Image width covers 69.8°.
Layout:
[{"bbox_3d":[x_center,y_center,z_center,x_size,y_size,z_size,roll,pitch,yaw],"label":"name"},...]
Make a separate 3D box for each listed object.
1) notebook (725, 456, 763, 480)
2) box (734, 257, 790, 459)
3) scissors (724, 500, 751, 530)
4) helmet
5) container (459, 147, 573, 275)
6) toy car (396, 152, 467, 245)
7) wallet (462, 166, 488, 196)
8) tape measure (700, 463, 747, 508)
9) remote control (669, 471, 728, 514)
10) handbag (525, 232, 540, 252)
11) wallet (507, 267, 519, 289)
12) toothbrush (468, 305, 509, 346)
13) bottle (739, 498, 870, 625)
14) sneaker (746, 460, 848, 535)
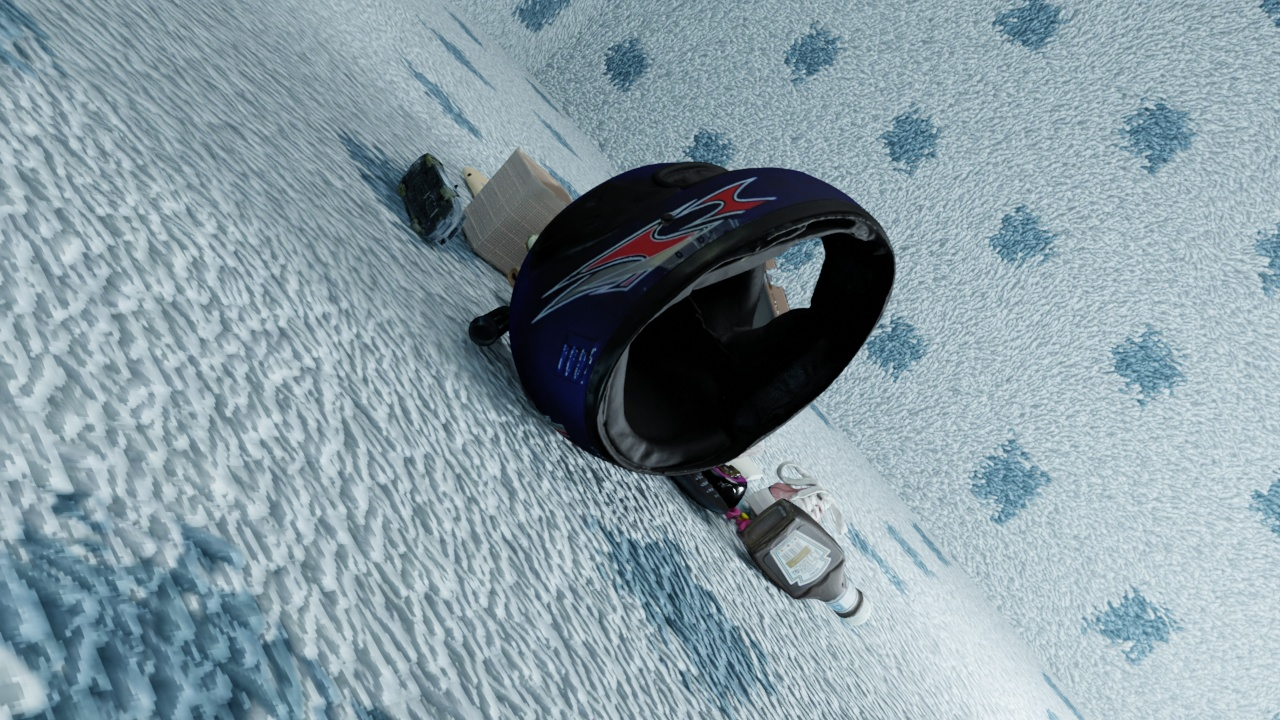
[{"bbox_3d":[0.096,0.107,1.262,0.150,0.012,0.209,50,12,16],"label":"notebook"},{"bbox_3d":[0.097,-0.016,1.009,0.260,0.110,0.178,79,-1,-62],"label":"box"},{"bbox_3d":[0.113,0.176,1.086,0.073,0.017,0.137,38,7,-1],"label":"scissors"},{"bbox_3d":[0.033,-0.059,0.809,0.247,0.315,0.240,53,2,-41],"label":"helmet"},{"bbox_3d":[-0.140,-0.164,1.053,0.090,0.111,0.090,36,16,-43],"label":"container"},{"bbox_3d":[-0.212,-0.165,0.936,0.036,0.054,0.120,31,18,-46],"label":"toy car"},{"bbox_3d":[-0.194,-0.210,1.247,0.087,0.024,0.115,29,20,-45],"label":"wallet"},{"bbox_3d":[0.091,0.137,1.032,0.057,0.039,0.057,37,14,35],"label":"tape measure"},{"bbox_3d":[0.043,0.117,0.990,0.136,0.024,0.053,49,13,15],"label":"remote control"},{"bbox_3d":[-0.049,-0.076,0.998,0.178,0.063,0.163,37,19,-17],"label":"handbag"},{"bbox_3d":[-0.093,-0.045,0.987,0.090,0.033,0.115,58,8,32],"label":"wallet"},{"bbox_3d":[-0.130,-0.040,0.883,0.027,0.026,0.212,53,6,-5],"label":"toothbrush"},{"bbox_3d":[0.191,0.231,1.011,0.195,0.080,0.044,45,8,-29],"label":"bottle"},{"bbox_3d":[0.193,0.182,1.130,0.118,0.088,0.241,61,10,6],"label":"sneaker"}]
